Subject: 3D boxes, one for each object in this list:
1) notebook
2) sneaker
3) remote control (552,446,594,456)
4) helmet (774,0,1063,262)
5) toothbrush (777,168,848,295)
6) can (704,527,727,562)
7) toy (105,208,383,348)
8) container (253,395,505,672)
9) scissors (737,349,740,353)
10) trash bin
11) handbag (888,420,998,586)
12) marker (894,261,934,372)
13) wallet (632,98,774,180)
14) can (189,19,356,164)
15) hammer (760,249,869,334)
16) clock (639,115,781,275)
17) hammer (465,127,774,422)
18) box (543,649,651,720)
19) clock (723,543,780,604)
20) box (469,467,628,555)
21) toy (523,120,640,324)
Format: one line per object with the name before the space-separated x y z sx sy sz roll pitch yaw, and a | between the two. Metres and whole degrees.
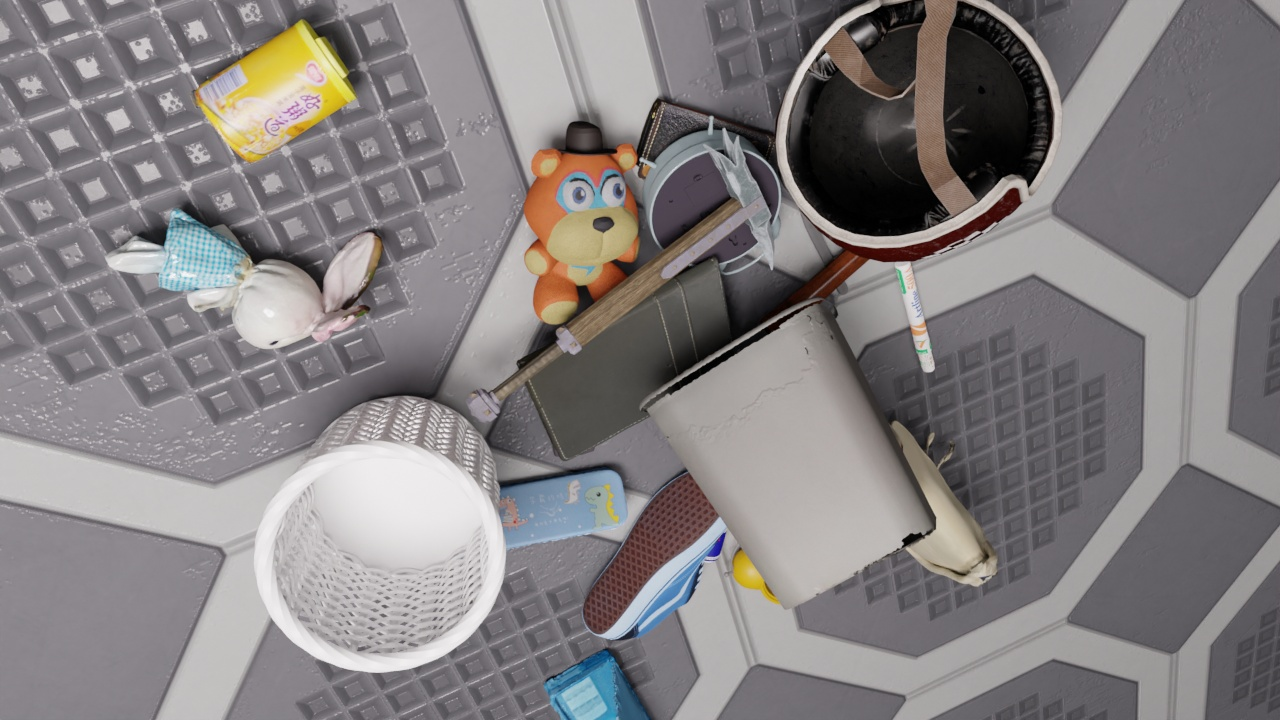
notebook | -0.005 0.005 0.890 0.209 0.029 0.170 -26 142 -8
sneaker | 0.039 0.216 1.025 0.241 0.083 0.098 -51 138 12
remote control | -0.068 0.043 0.931 0.046 0.009 0.125 -7 117 -16
helmet | 0.226 -0.204 0.774 0.234 0.252 0.233 -39 83 30
toothbrush | 0.177 -0.128 0.930 0.013 0.013 0.167 -36 123 0
can | 0.084 0.183 1.041 0.032 0.032 0.095 3 114 -21
toy | -0.324 -0.053 0.747 0.205 0.130 0.106 10 127 -17
container | -0.215 0.139 0.797 0.189 0.187 0.189 -2 100 -9
scissors | 0.151 0.048 1.011 0.108 0.016 0.179 -11 115 -13
trash bin | 0.149 0.089 0.855 0.198 0.197 0.220 -32 78 14
handbag | 0.318 0.137 1.025 0.132 0.184 0.229 -45 105 3
marker | 0.304 -0.047 1.012 0.017 0.017 0.145 -27 121 -5
wallet | 0.059 -0.192 0.852 0.123 0.019 0.072 10 116 -23
can | -0.277 -0.205 0.700 0.105 0.067 0.068 -33 121 -1
hammer | 0.242 -0.127 0.935 0.300 0.028 0.111 -41 120 0
clock | 0.069 -0.140 0.847 0.123 0.045 0.159 -29 132 9
hammer | -0.018 -0.047 0.799 0.316 0.028 0.147 -37 131 -3
box | -0.020 0.470 1.104 0.094 0.110 0.232 -27 121 -6
clock | 0.172 0.230 1.087 0.151 0.052 0.114 21 107 -32
box | -0.116 0.161 0.943 0.209 0.064 0.069 -9 115 -16
toy | -0.052 -0.121 0.812 0.112 0.096 0.176 -13 109 -25
